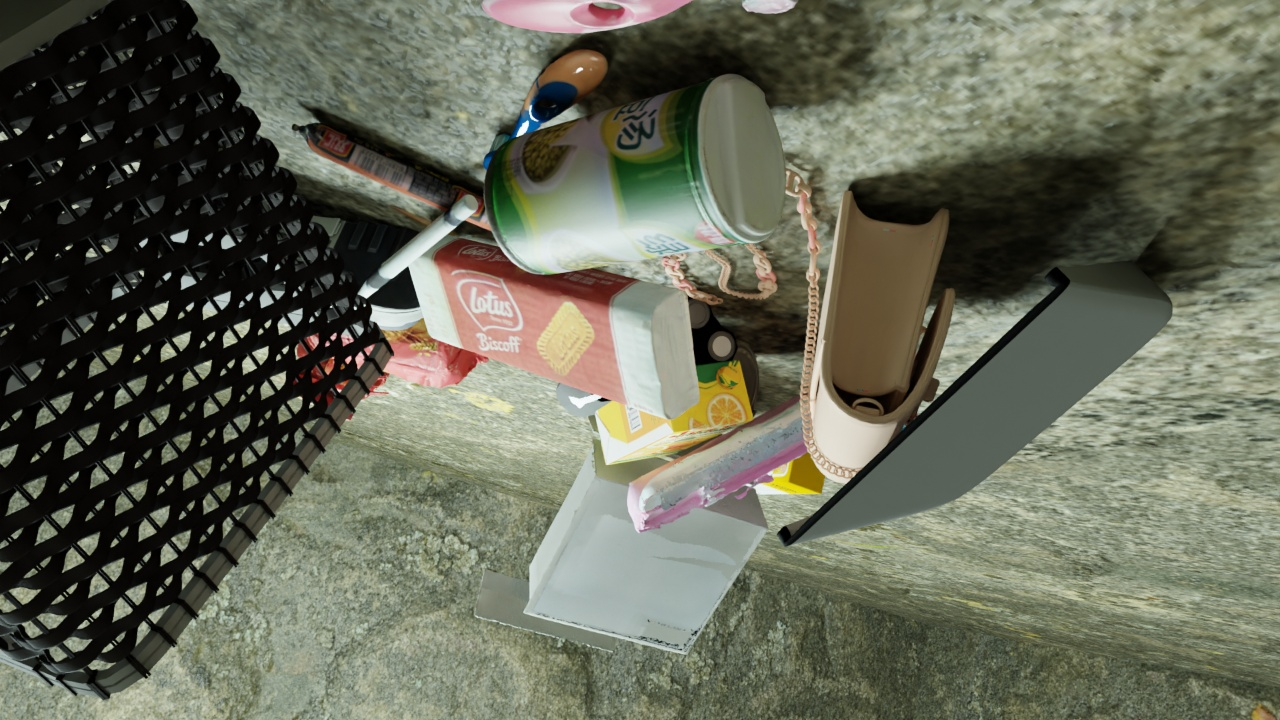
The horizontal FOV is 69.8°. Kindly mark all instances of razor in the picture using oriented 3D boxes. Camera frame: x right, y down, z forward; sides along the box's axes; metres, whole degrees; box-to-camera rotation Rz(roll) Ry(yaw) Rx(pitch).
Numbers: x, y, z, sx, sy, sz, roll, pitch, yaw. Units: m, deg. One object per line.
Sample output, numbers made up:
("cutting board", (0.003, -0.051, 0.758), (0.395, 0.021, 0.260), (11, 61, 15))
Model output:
("razor", (-0.004, 0.004, 0.673), (0.157, 0.060, 0.057), (-23, 112, 45))

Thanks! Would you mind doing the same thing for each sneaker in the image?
("sneaker", (-0.265, -0.065, 0.692), (0.239, 0.088, 0.124), (14, 163, -5))

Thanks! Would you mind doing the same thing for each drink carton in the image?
("drink carton", (0.021, 0.036, 0.622), (0.058, 0.041, 0.123), (-7, 166, -26))
("drink carton", (0.143, 0.106, 0.955), (0.040, 0.058, 0.123), (21, 164, -20))

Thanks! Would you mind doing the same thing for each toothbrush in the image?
("toothbrush", (-0.005, -0.130, 0.331), (0.135, 0.016, 0.021), (7, 163, 29))
("toothbrush", (-0.163, -0.059, 0.585), (0.017, 0.012, 0.187), (31, 138, -34))
("toothbrush", (-0.047, -0.117, 0.430), (0.021, 0.017, 0.135), (18, 163, -25))

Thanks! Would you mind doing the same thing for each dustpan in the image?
("dustpan", (0.189, 0.016, 0.457), (0.257, 0.033, 0.164), (0, 138, -45))

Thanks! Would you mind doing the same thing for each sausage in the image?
("sausage", (-0.129, -0.104, 0.544), (0.155, 0.020, 0.020), (22, 164, -22))

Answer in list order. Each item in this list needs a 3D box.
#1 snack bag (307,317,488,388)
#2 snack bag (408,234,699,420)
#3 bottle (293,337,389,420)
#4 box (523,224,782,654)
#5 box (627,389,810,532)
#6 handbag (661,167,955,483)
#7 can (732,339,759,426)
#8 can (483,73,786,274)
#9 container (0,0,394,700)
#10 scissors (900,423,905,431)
("snack bag", (-0.219, -0.026, 0.799), (0.176, 0.082, 0.082), (11, 165, 15))
("snack bag", (-0.062, -0.028, 0.575), (0.225, 0.041, 0.077), (16, 129, 37))
("bottle", (-0.288, -0.003, 0.900), (0.099, 0.111, 0.099), (26, 170, 5))
("box", (0.028, 0.035, 0.877), (0.167, 0.445, 0.165), (20, 155, -17))
("box", (0.083, 0.058, 0.662), (0.201, 0.041, 0.154), (-26, 160, -12))
("handbag", (0.066, -0.009, 0.502), (0.187, 0.116, 0.199), (12, 165, 12))
("can", (0.035, 0.015, 0.717), (0.105, 0.067, 0.067), (3, 161, 38))
("can", (-0.003, -0.077, 0.398), (0.121, 0.067, 0.067), (-4, 156, 36))
("container", (-0.316, -0.033, 0.443), (0.248, 0.244, 0.244), (10, 138, 22))
("scissors", (0.203, 0.056, 0.794), (0.118, 0.019, 0.148), (21, 166, -23))
